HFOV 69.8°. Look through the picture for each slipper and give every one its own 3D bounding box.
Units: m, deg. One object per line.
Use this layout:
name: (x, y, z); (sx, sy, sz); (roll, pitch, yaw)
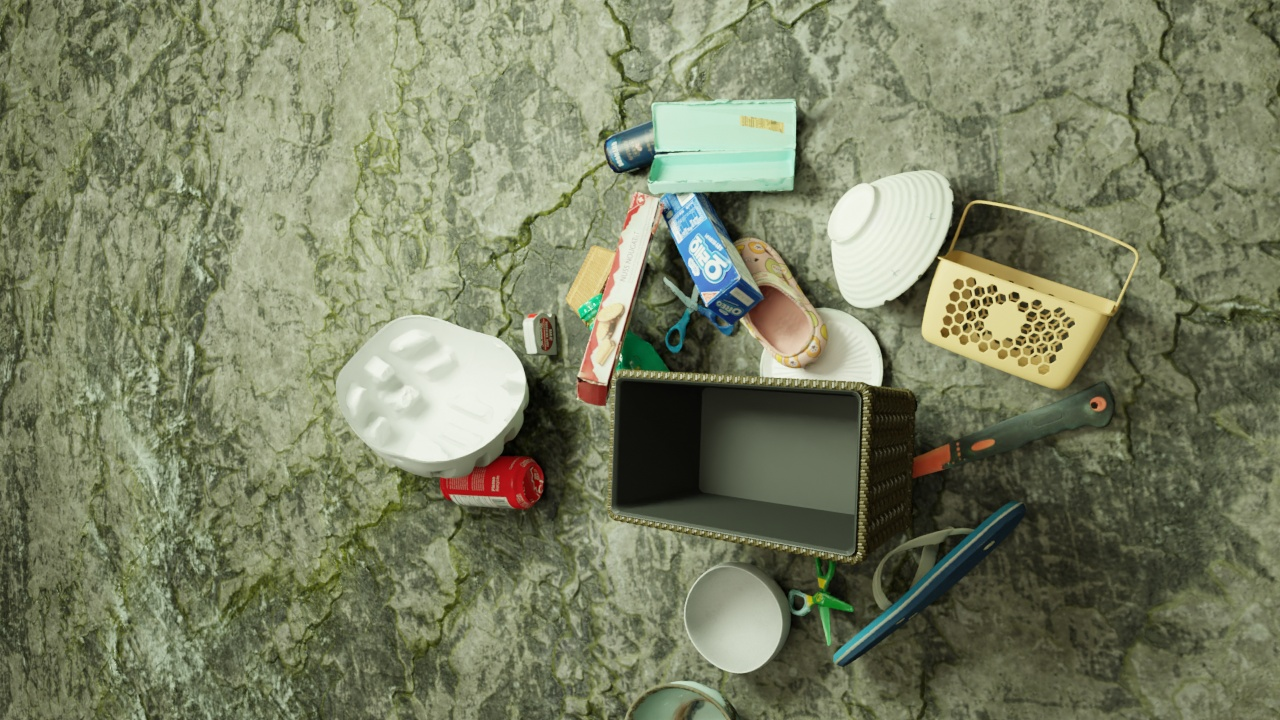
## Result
slipper: (0.318, 0.245, 1.047); (0.296, 0.118, 0.060); (-51, 56, 24)
slipper: (0.152, -0.074, 1.146); (0.093, 0.081, 0.197); (-42, 62, 20)

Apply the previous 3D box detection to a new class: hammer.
hammer: (0.377, 0.104, 1.065); (0.334, 0.033, 0.133); (-23, 77, 23)

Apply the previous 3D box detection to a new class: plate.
plate: (0.226, 0.013, 1.151); (0.157, 0.014, 0.157); (-1, 87, 27)

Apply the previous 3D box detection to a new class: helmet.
helmet: (-0.278, 0.058, 1.297); (0.283, 0.184, 0.223); (7, 56, 39)

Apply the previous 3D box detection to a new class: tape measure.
tape measure: (-0.145, -0.037, 1.315); (0.020, 0.062, 0.060); (-3, 90, 27)

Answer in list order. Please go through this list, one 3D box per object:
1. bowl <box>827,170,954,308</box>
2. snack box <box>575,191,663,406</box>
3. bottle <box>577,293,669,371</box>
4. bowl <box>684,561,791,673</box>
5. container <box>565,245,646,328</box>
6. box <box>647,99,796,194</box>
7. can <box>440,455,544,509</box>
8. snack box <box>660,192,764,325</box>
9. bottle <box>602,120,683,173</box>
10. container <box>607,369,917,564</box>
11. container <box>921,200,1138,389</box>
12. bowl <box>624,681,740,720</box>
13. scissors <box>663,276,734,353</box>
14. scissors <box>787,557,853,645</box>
bowl: (0.265, -0.154, 1.051); (0.178, 0.071, 0.177); (-47, 29, 35)
snack box: (-0.024, -0.079, 1.153); (0.044, 0.077, 0.272); (15, 65, 2)
bottle: (-0.007, 0.007, 1.211); (0.068, 0.068, 0.209); (-36, 89, 21)
bowl: (0.128, 0.320, 1.160); (0.132, 0.064, 0.132); (-1, 88, 28)
container: (-0.051, -0.104, 1.273); (0.061, 0.063, 0.114); (35, 103, 31)
box: (0.103, -0.270, 1.162); (0.187, 0.078, 0.110); (3, 118, 12)
can: (-0.215, 0.176, 1.335); (0.143, 0.074, 0.074); (-2, 87, 27)
snack box: (0.083, -0.142, 1.151); (0.059, 0.059, 0.226); (-40, 42, 18)
bottle: (0.029, -0.299, 1.240); (0.161, 0.056, 0.056); (-14, 82, 25)
container: (0.151, 0.105, 1.051); (0.322, 0.204, 0.176); (3, 91, 38)
container: (0.417, -0.076, 0.996); (0.183, 0.129, 0.167); (25, 108, 26)
bowl: (0.068, 0.480, 1.169); (0.160, 0.093, 0.160); (-1, 87, 27)
scissors: (0.077, -0.069, 1.233); (0.129, 0.014, 0.127); (11, 89, 30)
scissors: (0.215, 0.292, 1.112); (0.122, 0.012, 0.127); (-48, 27, 37)
